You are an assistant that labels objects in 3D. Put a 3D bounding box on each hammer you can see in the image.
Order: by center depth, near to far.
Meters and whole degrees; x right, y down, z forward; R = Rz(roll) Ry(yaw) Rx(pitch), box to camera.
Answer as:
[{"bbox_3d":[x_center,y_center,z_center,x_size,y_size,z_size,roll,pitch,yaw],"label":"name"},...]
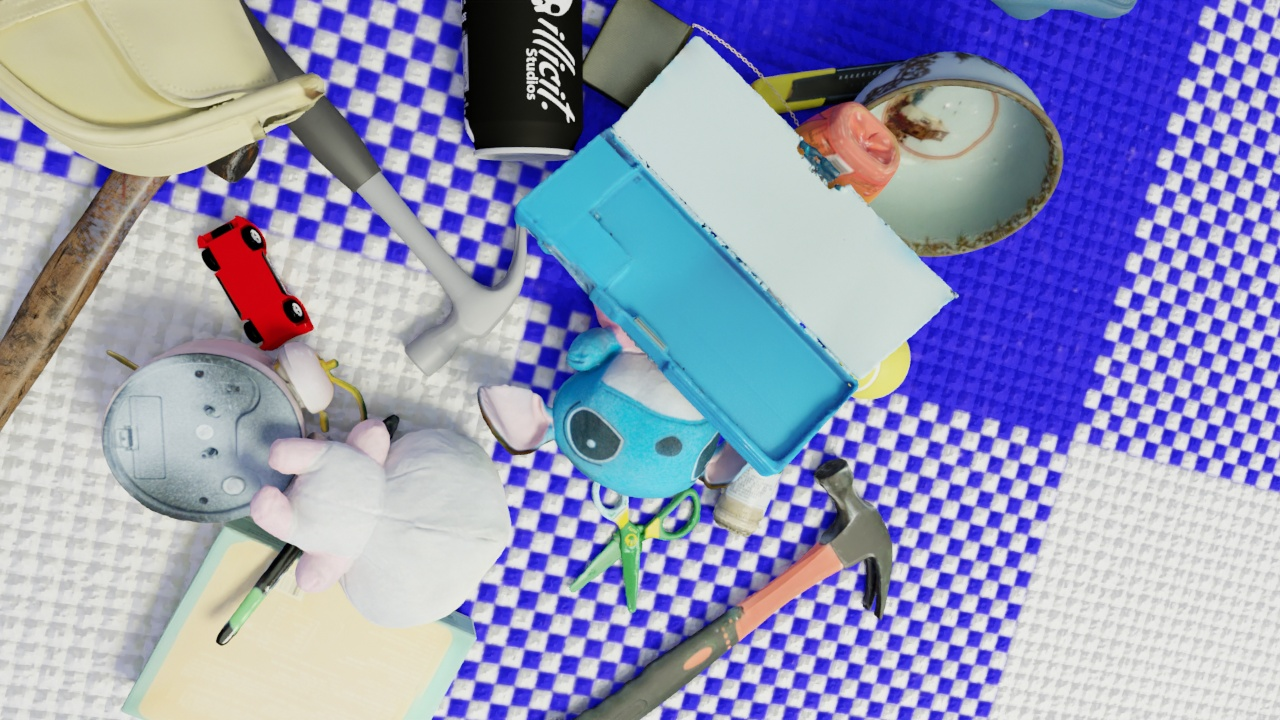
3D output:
[{"bbox_3d":[-0.386,-0.036,0.586,0.120,0.033,0.330,33,90,-7],"label":"hammer"},{"bbox_3d":[-0.198,-0.142,0.622,0.125,0.029,0.311,-41,105,-5],"label":"hammer"},{"bbox_3d":[0.062,0.224,0.742,0.333,0.033,0.133,-33,105,-7],"label":"hammer"}]

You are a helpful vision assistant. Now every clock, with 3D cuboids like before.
[{"bbox_3d":[-0.262,0.042,0.605,0.157,0.058,0.117,0,111,-15],"label":"clock"}]

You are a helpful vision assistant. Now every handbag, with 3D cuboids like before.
[{"bbox_3d":[-0.313,-0.215,0.526,0.190,0.089,0.233,-27,90,-11],"label":"handbag"},{"bbox_3d":[0.046,-0.192,0.674,0.178,0.027,0.084,29,97,-14],"label":"handbag"}]

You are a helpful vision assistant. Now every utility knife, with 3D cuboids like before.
[{"bbox_3d":[0.166,-0.216,0.712,0.174,0.020,0.029,-13,103,-14],"label":"utility knife"}]

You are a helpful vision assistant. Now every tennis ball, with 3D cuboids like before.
[{"bbox_3d":[0.177,-0.002,0.719,0.065,0.065,0.065,-2,98,-15],"label":"tennis ball"}]

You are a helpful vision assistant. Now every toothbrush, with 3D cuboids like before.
[{"bbox_3d":[-0.223,0.111,0.626,0.014,0.017,0.187,39,67,-13],"label":"toothbrush"}]

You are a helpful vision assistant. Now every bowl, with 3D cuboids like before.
[{"bbox_3d":[0.221,-0.166,0.682,0.160,0.160,0.093,27,50,-17],"label":"bowl"}]

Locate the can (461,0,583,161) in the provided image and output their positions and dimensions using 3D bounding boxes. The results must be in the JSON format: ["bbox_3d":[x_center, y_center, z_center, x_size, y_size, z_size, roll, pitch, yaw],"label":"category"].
[{"bbox_3d":[-0.079,-0.211,0.615,0.080,0.080,0.146,-2,98,-15],"label":"can"}]

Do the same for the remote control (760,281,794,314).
[{"bbox_3d":[0.155,-0.060,0.725,0.133,0.022,0.050,-1,77,-14],"label":"remote control"}]

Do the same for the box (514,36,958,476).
[{"bbox_3d":[0.059,-0.067,0.612,0.175,0.060,0.243,-44,89,2],"label":"box"}]

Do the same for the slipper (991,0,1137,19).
[{"bbox_3d":[0.311,-0.318,0.716,0.213,0.059,0.104,-3,90,-28],"label":"slipper"}]

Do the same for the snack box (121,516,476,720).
[{"bbox_3d":[-0.236,0.215,0.653,0.193,0.044,0.141,29,89,-16],"label":"snack box"}]

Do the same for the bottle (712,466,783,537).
[{"bbox_3d":[0.092,0.083,0.722,0.042,0.043,0.110,22,92,-16],"label":"bottle"}]

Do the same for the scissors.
[{"bbox_3d":[-0.012,0.133,0.717,0.127,0.011,0.123,-40,104,-8],"label":"scissors"}]

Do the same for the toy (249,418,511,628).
[{"bbox_3d":[-0.168,0.104,0.611,0.179,0.102,0.138,27,71,-36],"label":"toy"}]

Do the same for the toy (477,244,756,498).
[{"bbox_3d":[-0.004,0.004,0.659,0.224,0.099,0.191,8,89,-16],"label":"toy"}]

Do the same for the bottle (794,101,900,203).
[{"bbox_3d":[0.117,-0.123,0.654,0.071,0.135,0.048,37,53,-15],"label":"bottle"}]

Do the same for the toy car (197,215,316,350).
[{"bbox_3d":[-0.259,-0.051,0.619,0.038,0.025,0.089,-25,99,8],"label":"toy car"}]
